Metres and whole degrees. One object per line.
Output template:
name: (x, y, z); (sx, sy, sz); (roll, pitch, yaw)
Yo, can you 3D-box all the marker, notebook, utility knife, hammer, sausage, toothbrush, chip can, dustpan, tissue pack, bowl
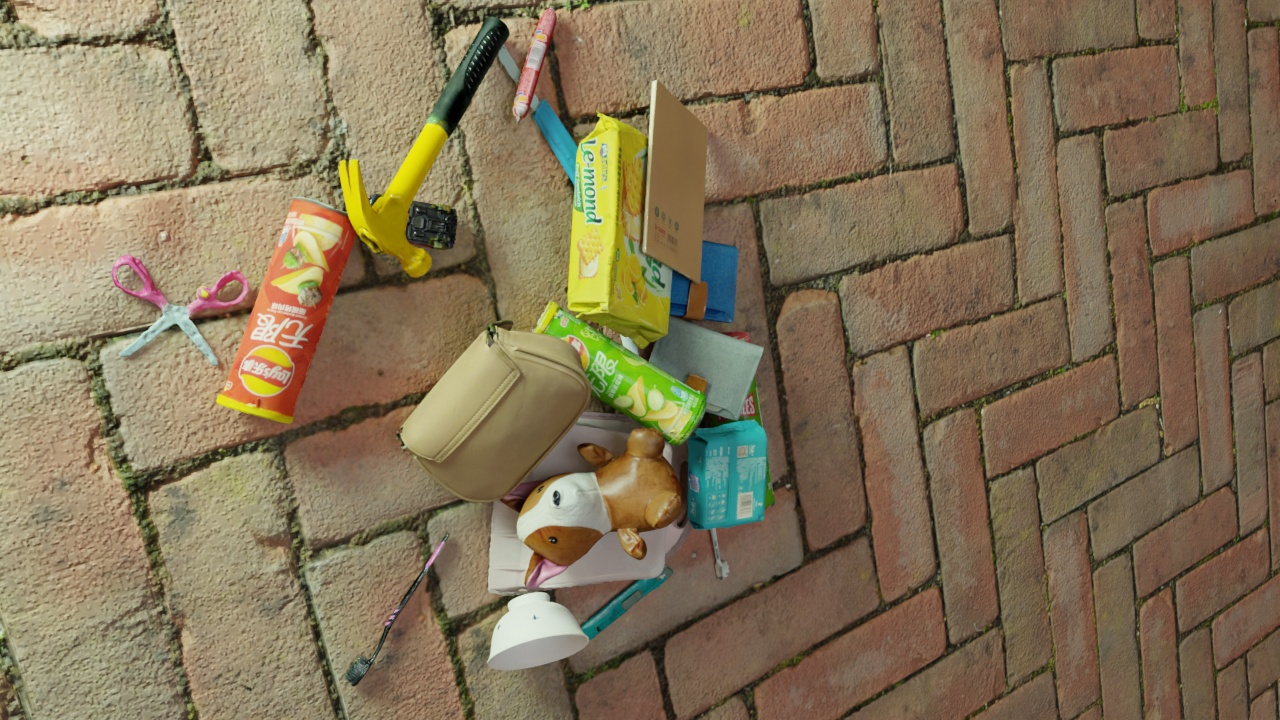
marker: (-0.007, 0.007, 1.136); (0.018, 0.022, 0.130); (-13, 91, 8)
notebook: (0.045, -0.210, 1.104); (0.147, 0.008, 0.207); (20, 71, -60)
utility knife: (-0.101, -0.267, 1.063); (0.034, 0.018, 0.218); (-49, 117, -33)
hammer: (-0.211, -0.241, 0.954); (0.129, 0.033, 0.300); (46, 58, -44)
sausage: (-0.120, -0.334, 1.033); (0.020, 0.020, 0.155); (24, 72, -31)
toothbrush: (-0.267, 0.271, 1.013); (0.018, 0.014, 0.189); (36, 75, -16)
toothbrush: (0.097, 0.211, 1.231); (0.016, 0.016, 0.180); (-21, 106, -37)
chip can: (-0.028, 0.018, 1.059); (0.221, 0.073, 0.072); (31, 77, -7)
chip can: (0.127, 0.083, 1.204); (0.072, 0.072, 0.236); (-18, 104, -29)
dustpan: (-0.052, 0.173, 1.140); (0.273, 0.139, 0.222); (6, 93, -4)
tissue pack: (0.107, 0.143, 1.143); (0.093, 0.050, 0.133); (-4, 103, -24)
utility knife: (-0.025, 0.313, 1.165); (0.175, 0.013, 0.029); (-34, 110, -25)
chip can: (-0.342, -0.049, 0.902); (0.073, 0.073, 0.216); (22, 83, -31)
bowl: (-0.124, 0.309, 1.066); (0.118, 0.119, 0.064); (5, 55, -32)

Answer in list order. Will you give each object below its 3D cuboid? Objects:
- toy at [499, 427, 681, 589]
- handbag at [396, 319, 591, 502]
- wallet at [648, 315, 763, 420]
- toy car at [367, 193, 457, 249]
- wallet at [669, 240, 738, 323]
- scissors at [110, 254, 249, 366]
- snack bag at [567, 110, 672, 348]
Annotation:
toy: (-0.053, 0.161, 1.013); (0.200, 0.140, 0.130); (-20, 152, 6)
handbag: (-0.155, 0.051, 0.989); (0.147, 0.099, 0.205); (34, 107, -34)
wallet: (0.074, 0.013, 1.137); (0.130, 0.037, 0.107); (19, 107, 4)
toy car: (-0.246, -0.147, 0.975); (0.106, 0.031, 0.049); (5, 91, -38)
wallet: (0.065, -0.104, 1.171); (0.133, 0.040, 0.106); (7, 87, -31)
scissors: (-0.442, -0.050, 0.875); (0.133, 0.017, 0.134); (-43, 118, -17)
snack bag: (-0.021, -0.147, 1.061); (0.158, 0.068, 0.246); (17, 75, -61)
